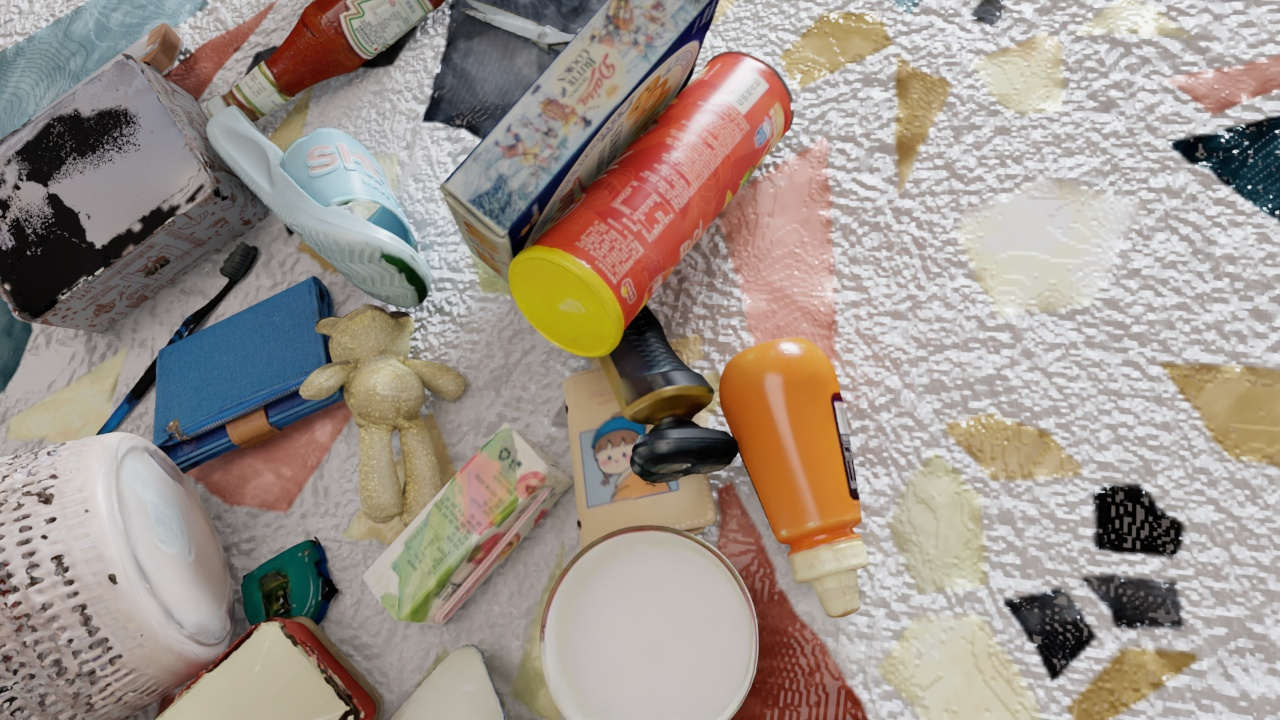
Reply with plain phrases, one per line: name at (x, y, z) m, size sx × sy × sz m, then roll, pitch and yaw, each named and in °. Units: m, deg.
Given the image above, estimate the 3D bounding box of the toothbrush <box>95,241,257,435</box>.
toothbrush at (-0.347, -0.012, 0.679) m, size 0.014 × 0.016 × 0.189 m, roll 32°, pitch 82°, yaw 32°

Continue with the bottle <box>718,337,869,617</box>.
bottle at (0.089, 0.064, 0.500) m, size 0.067 × 0.067 × 0.149 m, roll -17°, pitch 73°, yaw 9°

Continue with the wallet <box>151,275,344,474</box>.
wallet at (-0.272, 0.009, 0.637) m, size 0.133 × 0.040 × 0.106 m, roll -25°, pitch 56°, yaw 6°

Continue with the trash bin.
trash bin at (-0.359, 0.144, 0.528) m, size 0.192 × 0.228 × 0.227 m, roll -23°, pitch 64°, yaw -8°

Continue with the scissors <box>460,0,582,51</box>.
scissors at (-0.076, -0.237, 0.688) m, size 0.175 × 0.014 × 0.135 m, roll -5°, pitch 67°, yaw 14°

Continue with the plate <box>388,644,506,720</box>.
plate at (-0.118, 0.243, 0.468) m, size 0.163 × 0.034 × 0.164 m, roll -46°, pitch 24°, yaw 1°

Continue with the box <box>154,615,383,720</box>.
box at (-0.233, 0.223, 0.495) m, size 0.091 × 0.080 × 0.168 m, roll 44°, pitch 75°, yaw 8°

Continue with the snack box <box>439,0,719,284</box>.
snack box at (-0.035, -0.134, 0.546) m, size 0.046 × 0.178 × 0.182 m, roll 40°, pitch 84°, yaw -2°

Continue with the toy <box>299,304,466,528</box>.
toy at (-0.162, 0.032, 0.580) m, size 0.105 × 0.066 × 0.157 m, roll -3°, pitch 54°, yaw -29°

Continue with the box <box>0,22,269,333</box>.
box at (-0.422, -0.160, 0.710) m, size 0.179 × 0.126 × 0.273 m, roll -35°, pitch 59°, yaw 1°

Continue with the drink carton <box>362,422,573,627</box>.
drink carton at (-0.099, 0.100, 0.542) m, size 0.045 × 0.053 × 0.122 m, roll 40°, pitch 85°, yaw 25°

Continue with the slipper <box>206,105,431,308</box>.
slipper at (-0.216, -0.118, 0.638) m, size 0.074 × 0.104 × 0.245 m, roll -47°, pitch 58°, yaw -8°

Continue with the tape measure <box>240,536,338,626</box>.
tape measure at (-0.221, 0.146, 0.575) m, size 0.058 × 0.025 × 0.054 m, roll -30°, pitch 63°, yaw 4°

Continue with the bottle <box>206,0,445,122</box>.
bottle at (-0.248, -0.248, 0.719) m, size 0.206 × 0.060 × 0.059 m, roll -37°, pitch 64°, yaw 1°

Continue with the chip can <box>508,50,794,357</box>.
chip can at (0.013, -0.099, 0.538) m, size 0.073 × 0.073 × 0.216 m, roll 23°, pitch 56°, yaw 23°

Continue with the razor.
razor at (-0.003, 0.003, 0.534) m, size 0.068 × 0.062 × 0.167 m, roll -61°, pitch 41°, yaw 34°

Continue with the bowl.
bowl at (0.010, 0.149, 0.487) m, size 0.113 × 0.062 × 0.113 m, roll -6°, pitch 69°, yaw 15°

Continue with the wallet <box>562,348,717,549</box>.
wallet at (0.000, 0.053, 0.548) m, size 0.087 × 0.024 × 0.115 m, roll -16°, pitch 61°, yaw 14°
